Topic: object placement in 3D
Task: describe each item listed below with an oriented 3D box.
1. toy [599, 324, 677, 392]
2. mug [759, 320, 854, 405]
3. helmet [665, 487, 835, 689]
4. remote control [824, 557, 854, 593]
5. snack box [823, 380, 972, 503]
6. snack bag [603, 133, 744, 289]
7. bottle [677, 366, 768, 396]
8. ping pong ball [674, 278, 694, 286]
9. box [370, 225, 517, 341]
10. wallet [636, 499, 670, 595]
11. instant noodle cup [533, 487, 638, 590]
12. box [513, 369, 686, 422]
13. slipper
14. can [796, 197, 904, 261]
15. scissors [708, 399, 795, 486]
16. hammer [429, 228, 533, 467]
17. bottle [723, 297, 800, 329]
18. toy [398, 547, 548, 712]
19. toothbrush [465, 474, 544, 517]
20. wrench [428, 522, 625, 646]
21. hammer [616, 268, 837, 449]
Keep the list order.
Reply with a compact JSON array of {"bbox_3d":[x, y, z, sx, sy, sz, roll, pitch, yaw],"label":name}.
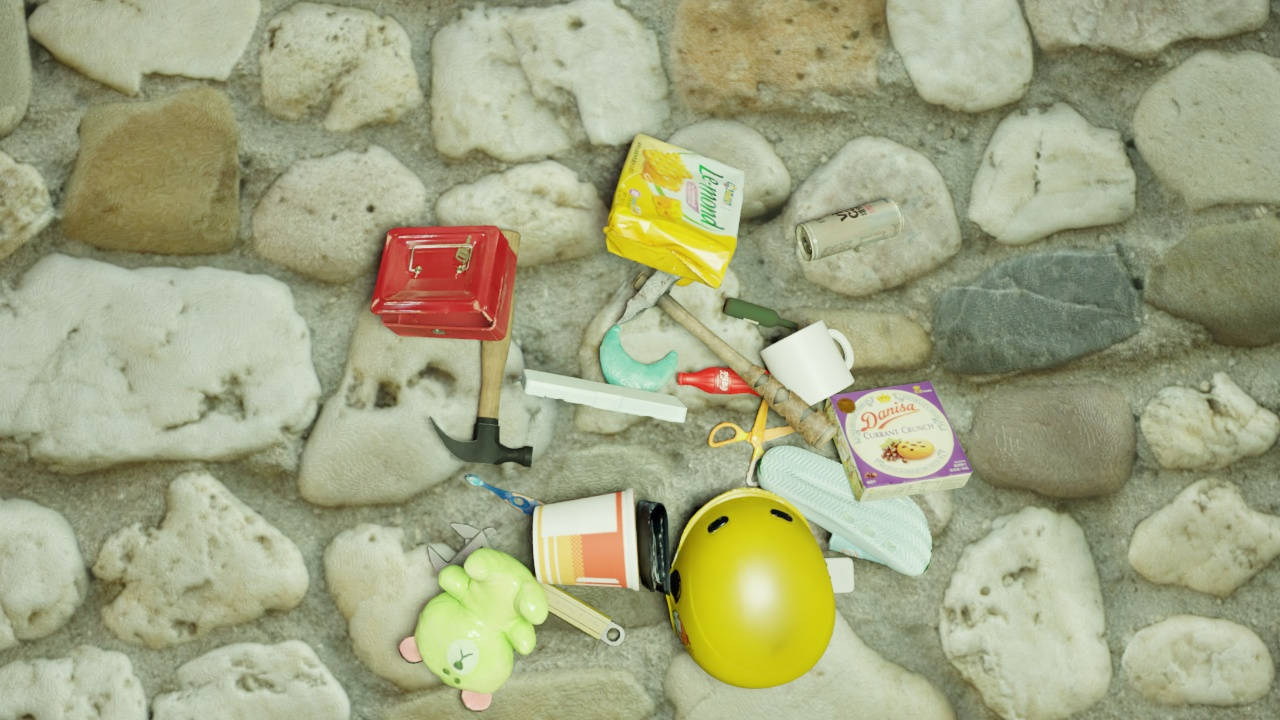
[{"bbox_3d":[-0.007,0.007,1.203,0.105,0.033,0.085,24,68,-4],"label":"toy"},{"bbox_3d":[0.228,0.002,1.197,0.121,0.091,0.090,-26,86,-25],"label":"mug"},{"bbox_3d":[0.141,0.289,1.102,0.209,0.139,0.240,-7,105,-6],"label":"helmet"},{"bbox_3d":[0.207,0.283,1.202,0.146,0.008,0.045,-1,84,-5],"label":"remote control"},{"bbox_3d":[0.328,0.103,1.181,0.143,0.041,0.147,-8,53,-8],"label":"snack box"},{"bbox_3d":[0.043,-0.189,1.155,0.159,0.068,0.246,21,41,-6],"label":"snack bag"},{"bbox_3d":[0.108,0.027,1.206,0.119,0.036,0.036,3,83,-5],"label":"bottle"},{"bbox_3d":[0.056,-0.118,1.216,0.040,0.040,0.040,1,84,-5],"label":"ping pong ball"},{"bbox_3d":[-0.241,-0.096,1.143,0.158,0.092,0.129,2,73,15],"label":"box"},{"bbox_3d":[0.014,0.233,1.150,0.026,0.089,0.115,-1,83,-11],"label":"wallet"},{"bbox_3d":[-0.066,0.223,1.131,0.121,0.123,0.123,-4,84,0],"label":"instant noodle cup"},{"bbox_3d":[-0.052,0.042,1.127,0.197,0.134,0.041,12,93,-13],"label":"box"},{"bbox_3d":[0.259,0.193,1.179,0.245,0.074,0.103,28,51,8],"label":"slipper"},{"bbox_3d":[0.283,-0.177,1.236,0.135,0.054,0.054,-17,85,-7],"label":"can"},{"bbox_3d":[0.154,0.109,1.215,0.125,0.011,0.128,-13,87,-6],"label":"scissors"},{"bbox_3d":[-0.193,-0.020,1.187,0.132,0.040,0.305,6,83,-8],"label":"hammer"},{"bbox_3d":[0.163,-0.059,1.227,0.106,0.025,0.025,17,82,-3],"label":"bottle"},{"bbox_3d":[-0.194,0.314,1.108,0.150,0.107,0.197,37,118,-6],"label":"toy"},{"bbox_3d":[-0.163,0.177,1.176,0.135,0.017,0.021,25,92,-2],"label":"toothbrush"},{"bbox_3d":[-0.141,0.290,1.165,0.273,0.018,0.083,31,82,-1],"label":"wrench"},{"bbox_3d":[0.114,-0.003,1.161,0.319,0.048,0.122,41,109,11],"label":"hammer"}]
